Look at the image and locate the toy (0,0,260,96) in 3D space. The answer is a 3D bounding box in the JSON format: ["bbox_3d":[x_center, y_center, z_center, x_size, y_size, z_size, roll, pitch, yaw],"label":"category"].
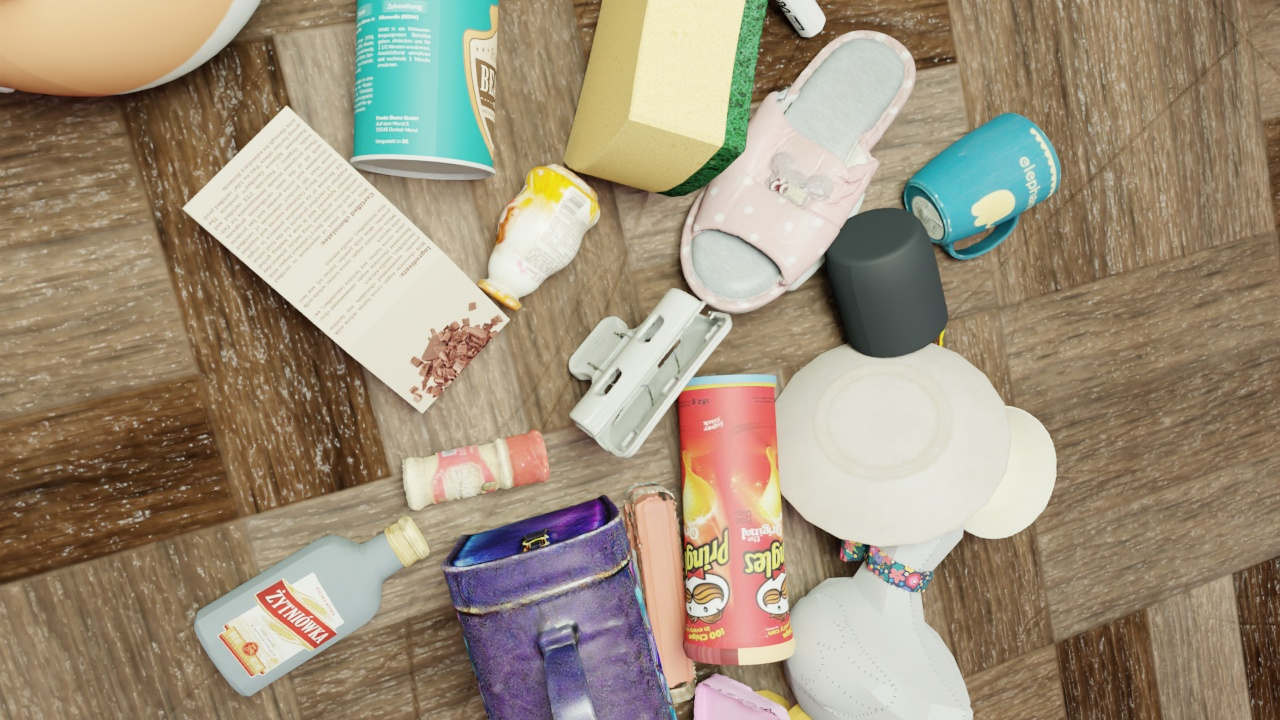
[{"bbox_3d":[-0.339,-0.269,0.492,0.262,0.280,0.266,32,113,-16],"label":"toy"}]

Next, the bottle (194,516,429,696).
[{"bbox_3d":[-0.234,0.171,0.674,0.161,0.046,0.072,-31,102,-12],"label":"bottle"}]

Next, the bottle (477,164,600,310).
[{"bbox_3d":[-0.079,-0.091,0.688,0.063,0.063,0.108,34,86,-16],"label":"bottle"}]

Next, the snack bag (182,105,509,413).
[{"bbox_3d":[-0.200,-0.065,0.652,0.206,0.070,0.094,44,82,-15],"label":"snack bag"}]

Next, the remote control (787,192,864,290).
[{"bbox_3d":[0.140,-0.113,0.767,0.060,0.028,0.114,39,84,-15],"label":"remote control"}]

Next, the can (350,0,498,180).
[{"bbox_3d":[-0.149,-0.205,0.640,0.099,0.099,0.144,2,94,-16],"label":"can"}]

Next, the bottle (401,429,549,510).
[{"bbox_3d":[-0.125,0.084,0.701,0.109,0.044,0.044,-12,97,-13],"label":"bottle"}]

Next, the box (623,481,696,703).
[{"bbox_3d":[0.018,0.193,0.751,0.058,0.053,0.187,-18,103,-46],"label":"box"}]

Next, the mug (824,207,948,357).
[{"bbox_3d":[0.202,-0.077,0.755,0.085,0.121,0.094,-7,130,25],"label":"mug"}]

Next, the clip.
[{"bbox_3d":[-0.004,0.004,0.678,0.081,0.147,0.125,44,82,-22],"label":"clip"}]

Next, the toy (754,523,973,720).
[{"bbox_3d":[0.194,0.216,0.737,0.141,0.246,0.268,18,112,-18],"label":"toy"}]

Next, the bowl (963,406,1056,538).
[{"bbox_3d":[0.299,0.094,0.812,0.115,0.062,0.115,-1,95,-16],"label":"bowl"}]

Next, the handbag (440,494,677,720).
[{"bbox_3d":[-0.049,0.207,0.633,0.125,0.222,0.205,-16,97,-6],"label":"handbag"}]

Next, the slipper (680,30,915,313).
[{"bbox_3d":[0.126,-0.158,0.726,0.114,0.054,0.274,32,80,13],"label":"slipper"}]

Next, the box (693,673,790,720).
[{"bbox_3d":[0.105,0.383,0.726,0.035,0.159,0.230,-9,105,-44],"label":"box"}]

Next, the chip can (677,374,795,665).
[{"bbox_3d":[0.072,0.121,0.720,0.087,0.087,0.213,-1,84,-16],"label":"chip can"}]

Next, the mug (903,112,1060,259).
[{"bbox_3d":[0.289,-0.138,0.788,0.104,0.084,0.112,-30,130,-6],"label":"mug"}]

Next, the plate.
[{"bbox_3d":[0.192,0.054,0.728,0.188,0.189,0.027,-41,144,-9],"label":"plate"}]

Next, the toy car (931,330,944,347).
[{"bbox_3d":[0.243,-0.003,0.806,0.049,0.030,0.107,0,93,-15],"label":"toy car"}]

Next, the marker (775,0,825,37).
[{"bbox_3d":[0.110,-0.293,0.709,0.125,0.025,0.025,25,86,-55],"label":"marker"}]

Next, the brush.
[{"bbox_3d":[0.025,-0.246,0.636,0.075,0.195,0.250,12,91,-17],"label":"brush"}]
